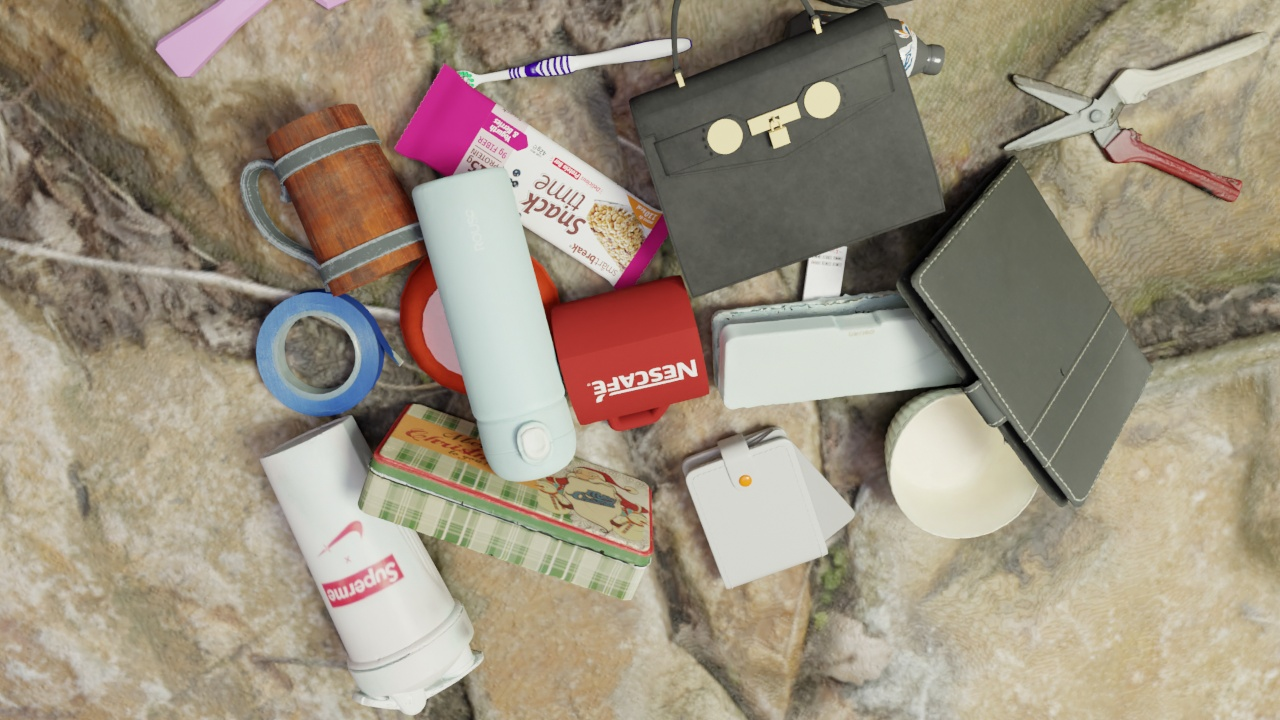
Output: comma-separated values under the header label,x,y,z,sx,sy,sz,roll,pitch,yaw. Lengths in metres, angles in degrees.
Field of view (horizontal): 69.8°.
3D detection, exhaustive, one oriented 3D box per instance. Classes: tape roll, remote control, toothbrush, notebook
label,x,y,z,sx,sy,sz,roll,pitch,yaw
tape roll,-0.238,-0.006,0.685,0.093,0.016,0.091,-36,102,6
remote control,0.141,-0.103,0.681,0.028,0.011,0.124,5,103,-4
toothbrush,-0.055,-0.208,0.646,0.186,0.016,0.015,-10,109,0
notebook,0.283,-0.020,0.660,0.169,0.030,0.209,-44,100,-27

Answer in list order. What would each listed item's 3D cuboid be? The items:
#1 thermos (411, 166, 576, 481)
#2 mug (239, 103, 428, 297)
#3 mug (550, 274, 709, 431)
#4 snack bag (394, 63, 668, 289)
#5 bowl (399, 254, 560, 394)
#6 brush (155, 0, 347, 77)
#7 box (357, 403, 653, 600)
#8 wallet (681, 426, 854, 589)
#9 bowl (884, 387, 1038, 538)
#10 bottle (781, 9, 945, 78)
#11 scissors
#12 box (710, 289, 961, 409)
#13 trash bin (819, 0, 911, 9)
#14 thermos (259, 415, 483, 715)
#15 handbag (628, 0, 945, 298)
label,x,y,z,sx,sy,sz,roll,pitch,yaw
thermos,-0.095,-0.022,0.621,0.065,0.078,0.207,-16,100,-15
mug,-0.216,-0.105,0.638,0.118,0.081,0.111,-21,100,21
mug,-0.004,0.004,0.670,0.096,0.080,0.116,-14,133,1
snack bag,-0.072,-0.125,0.657,0.196,0.016,0.070,32,103,-15
bowl,-0.119,-0.028,0.676,0.122,0.035,0.122,-1,103,-2
brush,-0.235,-0.269,0.610,0.229,0.043,0.089,-36,102,6
box,-0.091,0.099,0.667,0.205,0.117,0.050,20,104,-5
wallet,0.103,0.110,0.718,0.115,0.037,0.118,-20,107,2
bowl,0.238,0.071,0.701,0.115,0.062,0.115,-1,103,-3
bottle,0.155,-0.215,0.638,0.112,0.047,0.047,5,103,-3
scissors,0.374,-0.182,0.671,0.198,0.015,0.179,39,100,-10
box,0.154,-0.007,0.682,0.199,0.067,0.083,-8,100,-5
trash bin,0.163,-0.315,0.521,0.218,0.227,0.218,-1,103,-3
thermos,-0.205,0.155,0.689,0.099,0.099,0.220,-23,99,3
handbag,0.081,-0.164,0.590,0.176,0.072,0.196,-19,124,9
